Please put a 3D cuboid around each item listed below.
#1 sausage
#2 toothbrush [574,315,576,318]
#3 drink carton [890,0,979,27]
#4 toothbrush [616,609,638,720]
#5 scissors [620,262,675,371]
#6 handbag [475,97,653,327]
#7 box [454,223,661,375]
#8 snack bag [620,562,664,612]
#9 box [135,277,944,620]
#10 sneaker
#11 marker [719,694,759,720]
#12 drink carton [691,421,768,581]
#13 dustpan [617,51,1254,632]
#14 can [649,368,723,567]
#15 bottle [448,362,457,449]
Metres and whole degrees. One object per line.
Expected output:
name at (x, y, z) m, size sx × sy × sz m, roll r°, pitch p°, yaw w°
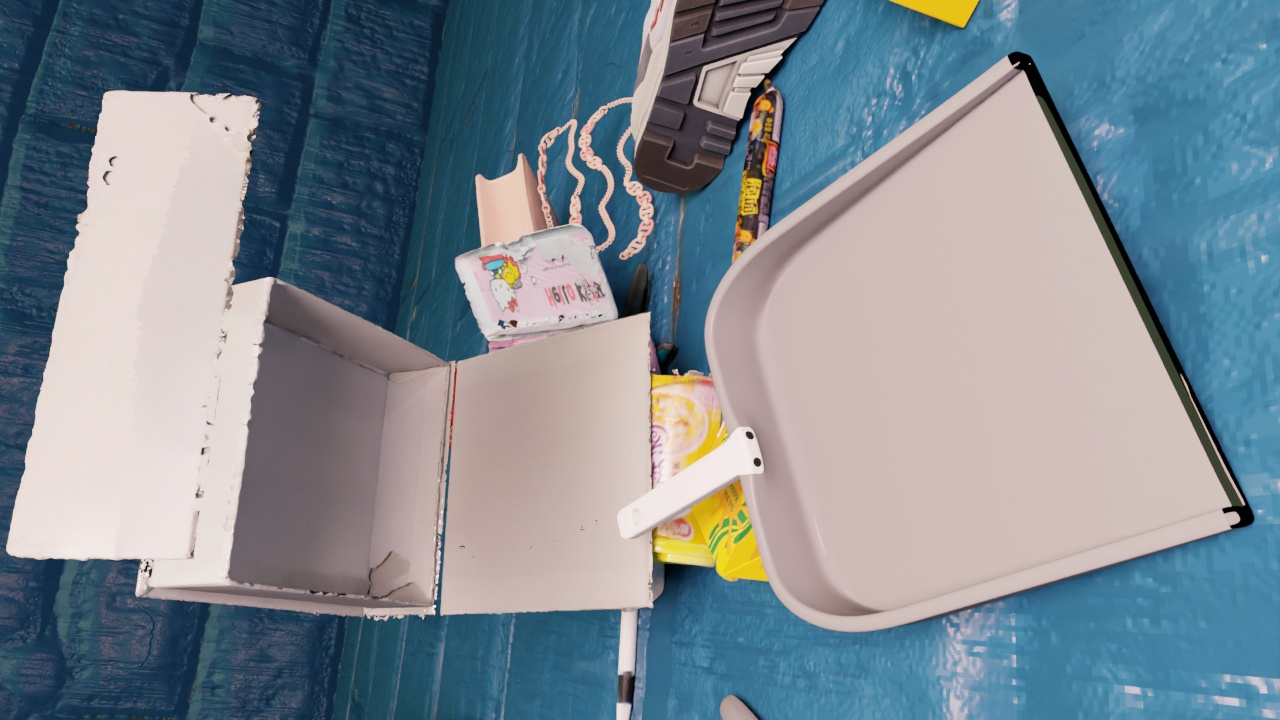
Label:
sausage at (0.068, -0.092, 0.544) m, size 0.020 × 0.020 × 0.155 m, roll 169°, pitch 110°, yaw -69°
toothbrush at (-0.056, -0.024, 0.843) m, size 0.022 × 0.017 × 0.135 m, roll -53°, pitch 30°, yaw 25°
drink carton at (0.123, -0.208, 0.426) m, size 0.122 × 0.040 × 0.059 m, roll -106°, pitch 33°, yaw -51°
toothbrush at (-0.007, 0.205, 0.606) m, size 0.017 × 0.012 × 0.186 m, roll -23°, pitch 57°, yaw 51°
scissors at (-0.004, 0.004, 0.689) m, size 0.118 × 0.019 × 0.148 m, roll -135°, pitch 54°, yaw -64°
handbag at (-0.047, -0.107, 0.818) m, size 0.187 × 0.116 × 0.198 m, roll -22°, pitch 49°, yaw 12°
box at (-0.065, -0.022, 0.691) m, size 0.202 × 0.041 × 0.154 m, roll -2°, pitch 107°, yaw 53°
snack bag at (-0.058, 0.081, 0.650) m, size 0.225 × 0.041 × 0.078 m, roll 38°, pitch 136°, yaw 49°
box at (-0.038, 0.070, 0.555) m, size 0.165 × 0.445 × 0.167 m, roll 129°, pitch 144°, yaw -67°
sneaker at (0.043, -0.230, 0.582) m, size 0.240 × 0.088 × 0.124 m, roll 120°, pitch 150°, yaw -48°
marker at (0.067, 0.186, 0.414) m, size 0.022 × 0.016 × 0.139 m, roll -48°, pitch 20°, yaw -5°
drink carton at (0.067, 0.046, 0.445) m, size 0.058 × 0.041 × 0.123 m, roll -114°, pitch 41°, yaw -58°
dustpan at (0.069, 0.026, 0.363) m, size 0.258 × 0.033 × 0.163 m, roll -41°, pitch 55°, yaw 48°
can at (0.020, 0.062, 0.524) m, size 0.068 × 0.067 × 0.105 m, roll 156°, pitch 123°, yaw -66°
bottle at (-0.241, 0.067, 1.178) m, size 0.099 × 0.099 × 0.111 m, roll 129°, pitch 150°, yaw -52°
